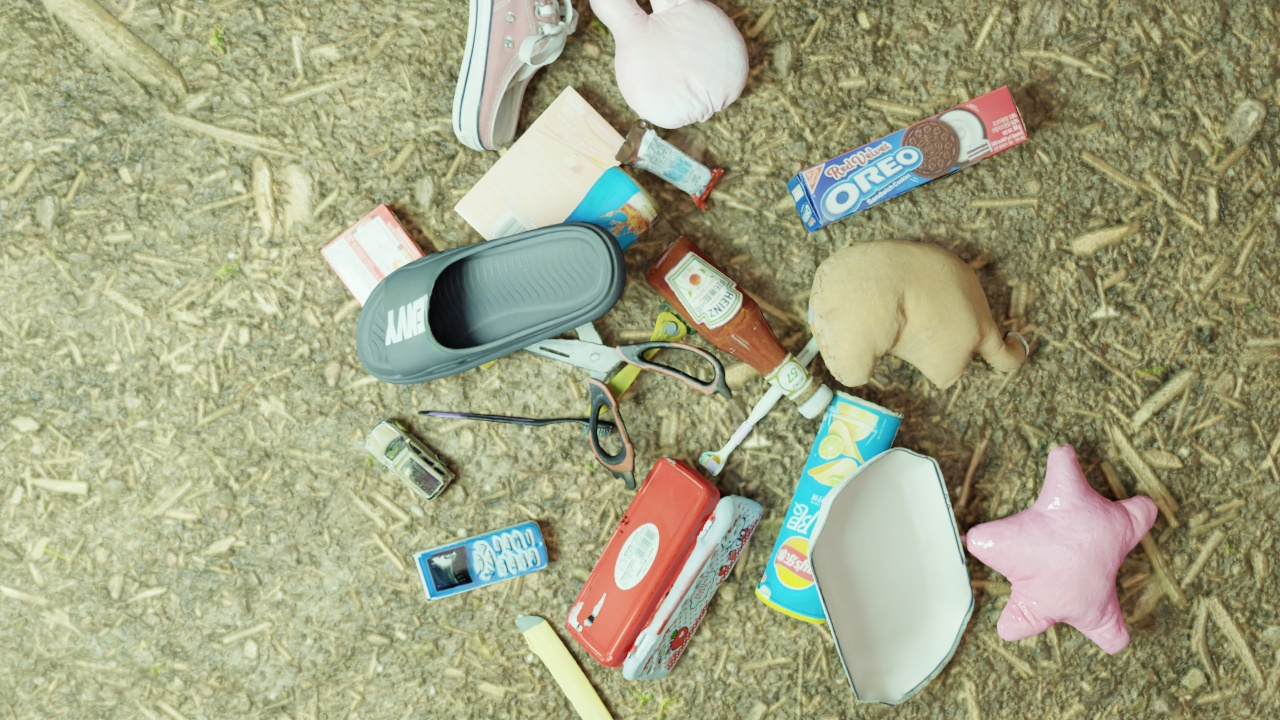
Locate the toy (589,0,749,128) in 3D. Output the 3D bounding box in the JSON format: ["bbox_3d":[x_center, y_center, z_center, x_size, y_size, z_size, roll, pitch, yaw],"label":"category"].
[{"bbox_3d":[0.026,-0.292,0.834,0.121,0.054,0.159,-30,98,-1],"label":"toy"}]

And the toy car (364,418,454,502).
[{"bbox_3d":[-0.221,0.094,0.871,0.090,0.035,0.042,42,91,-2],"label":"toy car"}]

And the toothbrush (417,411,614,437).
[{"bbox_3d":[-0.119,0.060,0.882,0.189,0.014,0.017,4,107,-2],"label":"toothbrush"}]

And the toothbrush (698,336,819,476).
[{"bbox_3d":[0.125,0.034,0.882,0.189,0.029,0.020,-49,136,1],"label":"toothbrush"}]

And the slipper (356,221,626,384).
[{"bbox_3d":[-0.146,-0.054,0.779,0.269,0.083,0.110,-16,84,20],"label":"slipper"}]

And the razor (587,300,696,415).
[{"bbox_3d":[-0.005,0.005,0.874,0.043,0.028,0.132,42,94,-8],"label":"razor"}]

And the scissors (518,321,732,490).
[{"bbox_3d":[-0.023,0.008,0.854,0.189,0.015,0.225,-22,82,10],"label":"scissors"}]

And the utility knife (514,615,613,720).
[{"bbox_3d":[-0.064,0.322,0.901,0.031,0.019,0.178,-33,89,5],"label":"utility knife"}]

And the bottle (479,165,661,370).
[{"bbox_3d":[-0.076,-0.079,0.835,0.065,0.065,0.219,44,94,-4],"label":"bottle"}]

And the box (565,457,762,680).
[{"bbox_3d":[0.023,0.200,0.884,0.095,0.100,0.201,33,95,37],"label":"box"}]

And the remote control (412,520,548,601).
[{"bbox_3d":[-0.153,0.192,0.885,0.125,0.024,0.049,-15,95,-1],"label":"remote control"}]

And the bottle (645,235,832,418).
[{"bbox_3d":[0.094,-0.027,0.850,0.206,0.060,0.060,44,92,-1],"label":"bottle"}]

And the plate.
[{"bbox_3d":[0.227,0.199,0.847,0.161,0.034,0.266,-33,117,-19],"label":"plate"}]

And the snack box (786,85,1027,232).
[{"bbox_3d":[0.243,-0.184,0.848,0.207,0.058,0.057,-22,92,1],"label":"snack box"}]

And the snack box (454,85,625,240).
[{"bbox_3d":[-0.090,-0.169,0.856,0.084,0.026,0.157,44,92,-5],"label":"snack box"}]

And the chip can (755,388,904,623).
[{"bbox_3d":[0.178,0.136,0.866,0.071,0.071,0.210,20,94,-3],"label":"chip can"}]

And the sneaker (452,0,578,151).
[{"bbox_3d":[-0.100,-0.301,0.807,0.088,0.118,0.241,14,100,15],"label":"sneaker"}]

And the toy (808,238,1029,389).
[{"bbox_3d":[0.266,-0.045,0.852,0.226,0.082,0.143,2,87,-11],"label":"toy"}]

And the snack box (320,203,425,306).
[{"bbox_3d":[-0.223,-0.064,0.862,0.075,0.025,0.153,-37,94,1],"label":"snack box"}]

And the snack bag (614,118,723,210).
[{"bbox_3d":[0.030,-0.179,0.848,0.105,0.026,0.045,27,97,-19],"label":"snack bag"}]

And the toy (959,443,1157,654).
[{"bbox_3d":[0.395,0.176,0.874,0.178,0.074,0.194,11,91,0],"label":"toy"}]
